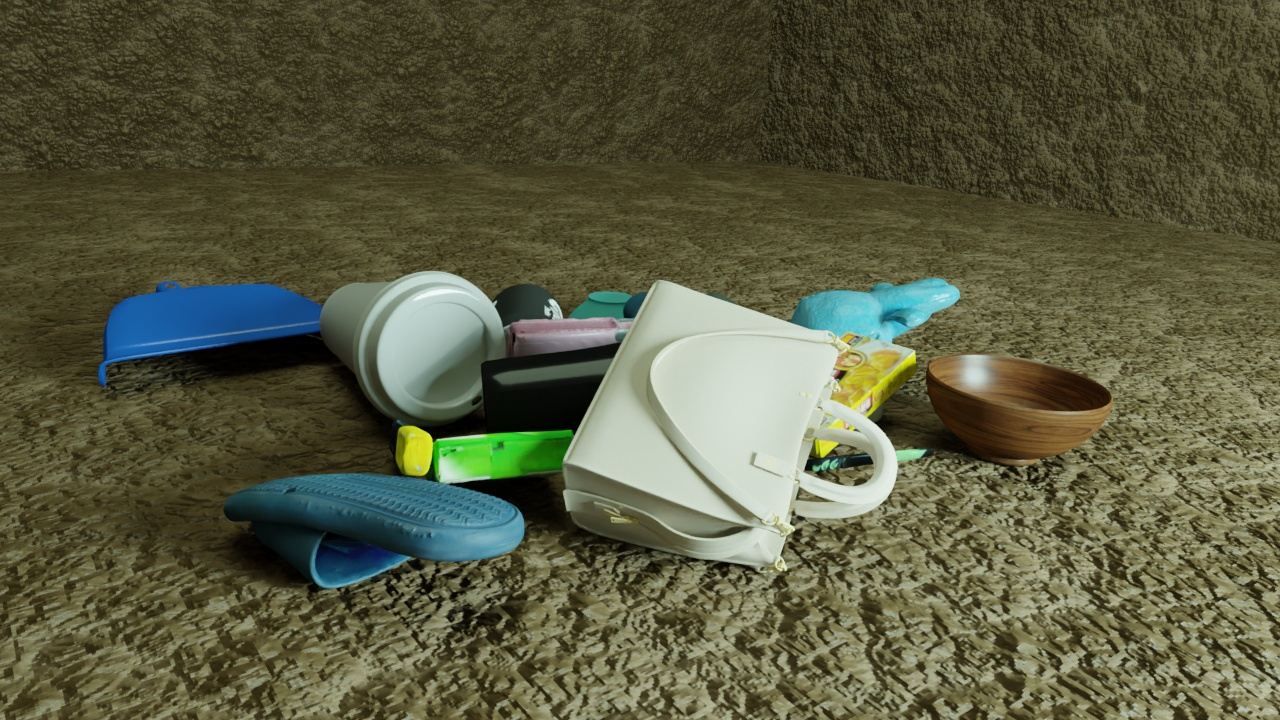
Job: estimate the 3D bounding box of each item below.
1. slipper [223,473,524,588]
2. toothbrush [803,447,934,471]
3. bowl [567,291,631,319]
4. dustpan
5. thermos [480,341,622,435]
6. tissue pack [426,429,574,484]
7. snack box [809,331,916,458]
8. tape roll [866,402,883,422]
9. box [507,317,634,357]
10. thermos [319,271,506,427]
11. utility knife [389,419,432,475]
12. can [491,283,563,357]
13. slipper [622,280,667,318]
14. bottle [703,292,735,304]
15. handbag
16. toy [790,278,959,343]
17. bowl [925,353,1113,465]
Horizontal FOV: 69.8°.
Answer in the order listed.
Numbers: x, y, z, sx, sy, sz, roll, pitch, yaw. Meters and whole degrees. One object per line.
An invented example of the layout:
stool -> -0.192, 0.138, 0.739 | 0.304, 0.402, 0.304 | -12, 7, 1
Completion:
slipper -> -0.160, 0.102, 0.554 | 0.214, 0.059, 0.103 | 1, 3, 33
toothbrush -> 0.160, 0.083, 0.741 | 0.187, 0.014, 0.017 | -3, 32, -19
bowl -> -0.036, -0.052, 1.075 | 0.121, 0.046, 0.121 | 3, 18, -1
dustpan -> -0.459, -0.047, 0.963 | 0.245, 0.060, 0.258 | -12, 33, -39
thermos -> -0.018, 0.026, 0.756 | 0.218, 0.106, 0.106 | -6, 19, -11
tissue pack -> -0.102, 0.070, 0.641 | 0.099, 0.034, 0.114 | -4, -7, -18
snack box -> 0.173, 0.027, 0.820 | 0.151, 0.025, 0.075 | -35, 37, -32
tape roll -> 0.184, 0.038, 0.879 | 0.094, 0.019, 0.094 | 3, 18, -1
box -> -0.005, 0.005, 0.829 | 0.232, 0.098, 0.041 | -4, 27, -18
thermos -> -0.222, -0.021, 0.838 | 0.131, 0.131, 0.222 | -9, 14, -33
utility knife -> -0.171, 0.058, 0.662 | 0.020, 0.029, 0.198 | 10, -2, -20
can -> -0.115, -0.023, 0.913 | 0.080, 0.080, 0.146 | 1, 18, -7
slipper -> 0.021, -0.028, 0.954 | 0.059, 0.104, 0.213 | -21, 10, 11
bottle -> 0.087, -0.044, 1.052 | 0.060, 0.060, 0.108 | 0, 18, -10
handbag -> 0.073, 0.048, 0.619 | 0.198, 0.101, 0.194 | 14, 51, 16
toy -> 0.245, -0.032, 0.970 | 0.181, 0.115, 0.183 | -18, 16, 5
bowl -> 0.316, 0.049, 0.785 | 0.147, 0.069, 0.147 | 4, 18, -1
